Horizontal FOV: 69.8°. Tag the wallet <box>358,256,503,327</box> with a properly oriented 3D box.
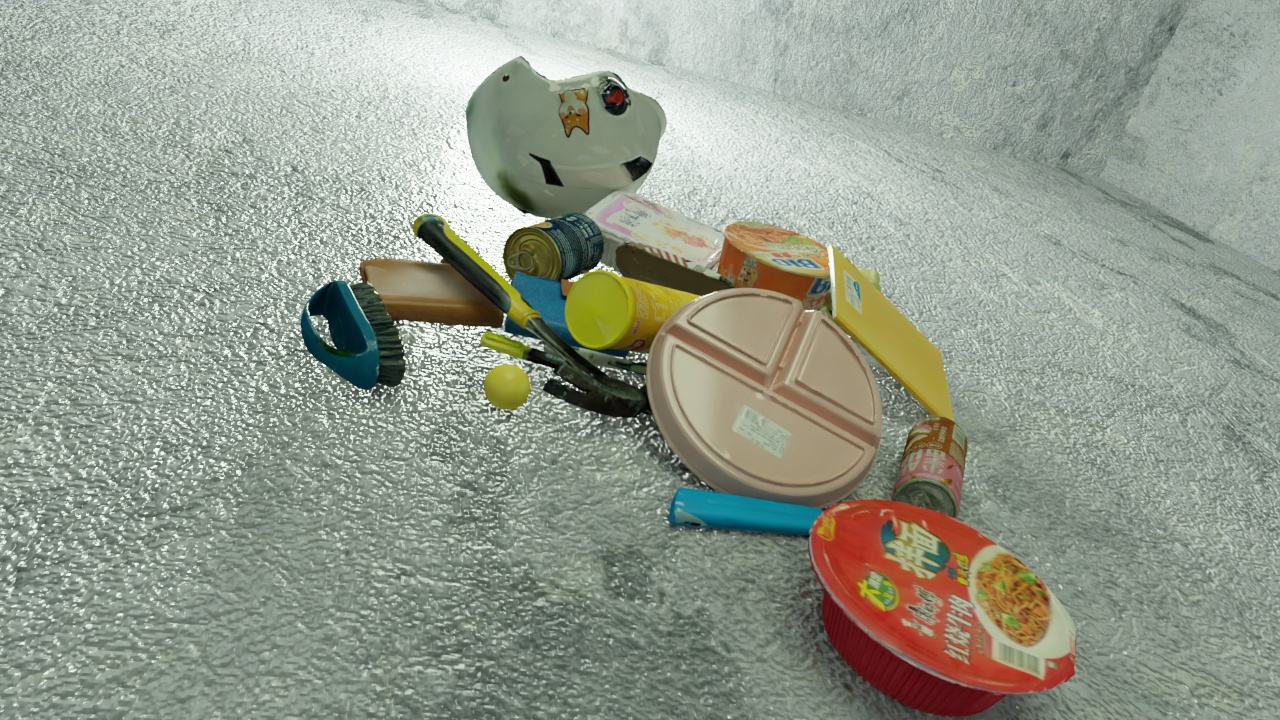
[{"bbox_3d":[-0.215,-0.071,0.936,0.131,0.031,0.107,3,32,-28],"label":"wallet"}]

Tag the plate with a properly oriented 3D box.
[{"bbox_3d":[0.118,0.026,0.828,0.229,0.028,0.229,9,58,-14],"label":"plate"}]

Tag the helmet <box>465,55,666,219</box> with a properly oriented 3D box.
[{"bbox_3d":[-0.102,-0.272,1.232,0.273,0.231,0.156,10,69,-19],"label":"helmet"}]

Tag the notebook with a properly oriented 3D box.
[{"bbox_3d":[0.281,-0.027,1.029,0.206,0.010,0.145,40,34,-21],"label":"notebook"}]

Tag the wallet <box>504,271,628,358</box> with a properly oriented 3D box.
[{"bbox_3d":[-0.075,-0.049,0.974,0.133,0.040,0.106,12,31,-10],"label":"wallet"}]

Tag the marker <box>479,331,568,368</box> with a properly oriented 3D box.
[{"bbox_3d":[-0.096,-0.004,0.894,0.124,0.015,0.018,18,29,-2],"label":"marker"}]

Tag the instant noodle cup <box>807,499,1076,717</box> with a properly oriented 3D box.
[{"bbox_3d":[0.203,0.182,0.654,0.194,0.066,0.193,13,25,-7],"label":"instant noodle cup"}]

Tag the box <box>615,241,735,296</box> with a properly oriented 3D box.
[{"bbox_3d":[0.027,-0.071,1.056,0.163,0.076,0.087,24,55,17],"label":"box"}]

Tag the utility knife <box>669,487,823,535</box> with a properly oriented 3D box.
[{"bbox_3d":[0.097,0.127,0.751,0.159,0.018,0.034,10,39,-18],"label":"utility knife"}]

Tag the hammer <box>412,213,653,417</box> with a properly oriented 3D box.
[{"bbox_3d":[-0.117,-0.050,0.882,0.323,0.032,0.126,41,19,27],"label":"hammer"}]

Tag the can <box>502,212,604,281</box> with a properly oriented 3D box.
[{"bbox_3d":[-0.098,-0.127,1.066,0.075,0.075,0.110,26,27,17],"label":"can"}]

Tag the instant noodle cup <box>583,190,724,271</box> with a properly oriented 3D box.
[{"bbox_3d":[0.017,-0.143,1.157,0.173,0.060,0.137,23,33,12],"label":"instant noodle cup"}]

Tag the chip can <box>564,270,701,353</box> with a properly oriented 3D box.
[{"bbox_3d":[0.015,-0.041,0.905,0.072,0.072,0.213,33,14,28],"label":"chip can"}]

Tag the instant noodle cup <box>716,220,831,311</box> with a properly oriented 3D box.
[{"bbox_3d":[0.154,-0.086,1.097,0.151,0.112,0.151,14,26,-7],"label":"instant noodle cup"}]

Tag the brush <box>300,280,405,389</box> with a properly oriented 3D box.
[{"bbox_3d":[-0.253,-0.024,0.791,0.073,0.055,0.144,-1,32,-34],"label":"brush"}]

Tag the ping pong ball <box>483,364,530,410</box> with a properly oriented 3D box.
[{"bbox_3d":[-0.116,0.023,0.799,0.040,0.040,0.040,14,26,-7],"label":"ping pong ball"}]

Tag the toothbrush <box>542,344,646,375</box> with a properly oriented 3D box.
[{"bbox_3d":[-0.006,0.005,0.931,0.191,0.016,0.018,12,16,-12],"label":"toothbrush"}]

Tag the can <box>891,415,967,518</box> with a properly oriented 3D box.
[{"bbox_3d":[0.271,0.104,0.856,0.058,0.058,0.147,24,27,13],"label":"can"}]

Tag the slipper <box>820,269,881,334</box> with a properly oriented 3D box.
[{"bbox_3d":[0.267,-0.072,1.185,0.092,0.081,0.190,-4,8,11],"label":"slipper"}]
